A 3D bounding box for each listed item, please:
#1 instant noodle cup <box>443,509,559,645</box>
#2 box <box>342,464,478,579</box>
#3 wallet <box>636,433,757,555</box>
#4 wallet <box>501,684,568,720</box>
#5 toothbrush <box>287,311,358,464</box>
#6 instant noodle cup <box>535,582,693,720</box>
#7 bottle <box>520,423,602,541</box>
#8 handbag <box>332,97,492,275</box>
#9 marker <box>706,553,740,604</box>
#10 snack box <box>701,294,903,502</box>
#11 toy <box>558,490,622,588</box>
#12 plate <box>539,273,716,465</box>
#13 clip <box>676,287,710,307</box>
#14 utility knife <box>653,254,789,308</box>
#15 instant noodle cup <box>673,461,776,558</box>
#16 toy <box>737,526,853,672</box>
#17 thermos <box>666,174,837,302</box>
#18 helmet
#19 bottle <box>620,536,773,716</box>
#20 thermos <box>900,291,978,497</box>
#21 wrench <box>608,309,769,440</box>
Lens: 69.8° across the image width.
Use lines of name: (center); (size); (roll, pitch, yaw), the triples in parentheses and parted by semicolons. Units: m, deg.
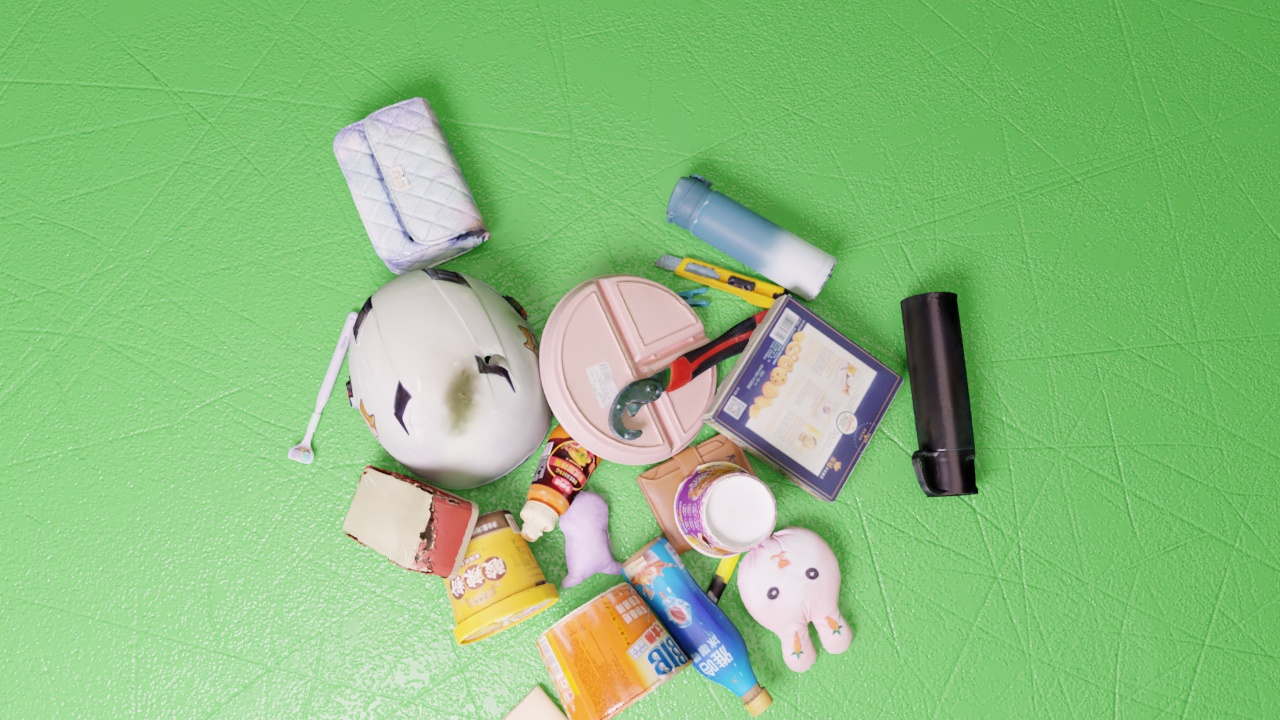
instant noodle cup: (-0.165, 0.236, 1.013); (0.118, 0.118, 0.114); (-23, 73, -8)
box: (-0.257, 0.171, 0.985); (0.075, 0.169, 0.091); (25, 79, -41)
wallet: (0.074, 0.155, 1.085); (0.131, 0.031, 0.108); (-25, 83, -10)
wallet: (-0.108, 0.435, 1.020); (0.087, 0.024, 0.115); (-43, 85, -9)
toothbrush: (-0.371, 0.029, 1.086); (0.029, 0.021, 0.189); (19, 75, -14)
instant noodle cup: (-0.034, 0.319, 0.991); (0.151, 0.151, 0.111); (-31, 74, -9)
bottle: (-0.095, 0.139, 1.040); (0.067, 0.067, 0.149); (26, 57, 2)
handbag: (-0.280, -0.209, 1.113); (0.134, 0.076, 0.194); (-25, 82, -9)
marker: (0.087, 0.269, 1.071); (0.018, 0.015, 0.124); (25, 81, 6)
snack box: (0.194, 0.045, 1.089); (0.182, 0.046, 0.177); (35, 77, -8)
toy: (-0.059, 0.202, 1.062); (0.083, 0.039, 0.108); (-6, 77, -23)
plate: (-0.006, 0.006, 1.068); (0.229, 0.028, 0.229); (6, 76, -26)
clip: (0.058, -0.077, 1.139); (0.057, 0.014, 0.047); (-8, 81, -7)
utility knife: (0.104, -0.099, 1.145); (0.181, 0.015, 0.033); (18, 75, 0)
instant noodle cup: (0.099, 0.168, 1.021); (0.111, 0.099, 0.111); (1, 84, -6)
toy: (0.183, 0.274, 1.058); (0.121, 0.054, 0.159); (-26, 89, -8)
thermos: (0.134, -0.153, 1.133); (0.220, 0.070, 0.070); (31, 78, 3)
helmet: (-0.221, 0.007, 1.031); (0.230, 0.157, 0.274); (-27, 81, -9)
bottle: (0.067, 0.299, 1.026); (0.065, 0.065, 0.218); (-38, 80, -10)
thermos: (0.354, 0.041, 1.099); (0.089, 0.069, 0.242); (6, 75, -38)
wrench: (0.066, 0.008, 1.078); (0.272, 0.016, 0.056); (-33, 97, -29)
